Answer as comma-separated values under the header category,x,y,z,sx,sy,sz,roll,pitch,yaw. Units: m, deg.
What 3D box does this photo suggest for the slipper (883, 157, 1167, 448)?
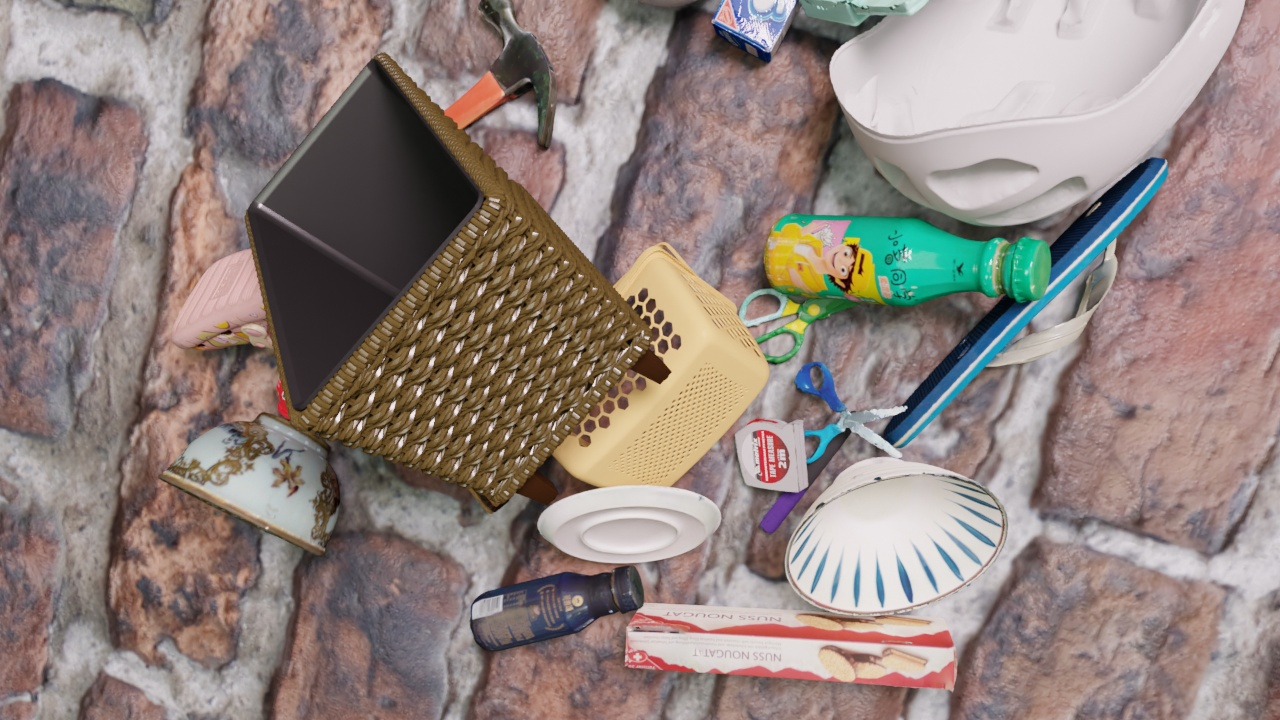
category,x,y,z,sx,sy,sz,roll,pitch,yaw
slipper,0.305,-0.029,0.708,0.060,0.118,0.295,43,107,11

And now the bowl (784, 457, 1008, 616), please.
category,x,y,z,sx,sy,sz,roll,pitch,yaw
bowl,0.200,0.129,0.753,0.177,0.070,0.178,-2,130,-3

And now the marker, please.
category,x,y,z,sx,sy,sz,roll,pitch,yaw
marker,0.147,0.098,0.801,0.134,0.018,0.015,-55,48,12

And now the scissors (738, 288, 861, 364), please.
category,x,y,z,sx,sy,sz,roll,pitch,yaw
scissors,0.146,-0.050,0.788,0.131,0.014,0.070,-28,91,14

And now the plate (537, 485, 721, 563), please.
category,x,y,z,sx,sy,sz,roll,pitch,yaw
plate,-0.009,0.143,0.779,0.157,0.157,0.014,-11,57,12

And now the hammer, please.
category,x,y,z,sx,sy,sz,roll,pitch,yaw
hammer,-0.219,-0.181,0.837,0.334,0.033,0.133,-32,91,14

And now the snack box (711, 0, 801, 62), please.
category,x,y,z,sx,sy,sz,roll,pitch,yaw
snack box,0.135,-0.356,0.730,0.059,0.059,0.226,28,102,3

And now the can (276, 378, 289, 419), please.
category,x,y,z,sx,sy,sz,roll,pitch,yaw
can,-0.281,-0.013,0.844,0.074,0.074,0.142,24,101,8

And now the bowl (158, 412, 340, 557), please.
category,x,y,z,sx,sy,sz,roll,pitch,yaw
bowl,-0.342,0.105,0.846,0.160,0.160,0.093,22,70,8

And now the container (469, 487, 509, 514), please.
category,x,y,z,sx,sy,sz,roll,pitch,yaw
container,-0.142,0.074,0.836,0.061,0.063,0.114,-38,88,5

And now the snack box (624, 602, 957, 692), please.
category,x,y,z,sx,sy,sz,roll,pitch,yaw
snack box,0.127,0.243,0.794,0.273,0.076,0.044,0,94,12

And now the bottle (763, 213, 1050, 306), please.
category,x,y,z,sx,sy,sz,roll,pitch,yaw
bottle,0.198,-0.075,0.698,0.210,0.068,0.068,10,100,40

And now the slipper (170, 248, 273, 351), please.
category,x,y,z,sx,sy,sz,roll,pitch,yaw
slipper,-0.351,-0.052,0.845,0.198,0.081,0.093,-15,51,37

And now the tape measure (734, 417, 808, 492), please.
category,x,y,z,sx,sy,sz,roll,pitch,yaw
tape measure,0.115,0.080,0.794,0.062,0.020,0.060,0,100,38

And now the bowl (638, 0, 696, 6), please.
category,x,y,z,sx,sy,sz,roll,pitch,yaw
bowl,0.033,-0.348,0.738,0.132,0.064,0.131,-5,81,33

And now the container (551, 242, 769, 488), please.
category,x,y,z,sx,sy,sz,roll,pitch,yaw
container,-0.005,0.005,0.774,0.183,0.129,0.167,-48,45,12

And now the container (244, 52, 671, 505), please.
category,x,y,z,sx,sy,sz,roll,pitch,yaw
container,-0.137,-0.056,0.676,0.176,0.321,0.205,-47,130,6

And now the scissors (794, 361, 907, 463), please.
category,x,y,z,sx,sy,sz,roll,pitch,yaw
scissors,0.168,0.038,0.756,0.134,0.015,0.104,-18,73,55

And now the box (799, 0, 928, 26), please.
category,x,y,z,sx,sy,sz,roll,pitch,yaw
box,0.220,-0.311,0.663,0.186,0.136,0.033,-41,127,-3

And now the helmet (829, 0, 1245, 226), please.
category,x,y,z,sx,sy,sz,roll,pitch,yaw
helmet,0.281,-0.227,0.642,0.224,0.183,0.282,38,99,44

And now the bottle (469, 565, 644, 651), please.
category,x,y,z,sx,sy,sz,roll,pitch,yaw
bottle,-0.076,0.225,0.841,0.161,0.056,0.056,-16,93,13
